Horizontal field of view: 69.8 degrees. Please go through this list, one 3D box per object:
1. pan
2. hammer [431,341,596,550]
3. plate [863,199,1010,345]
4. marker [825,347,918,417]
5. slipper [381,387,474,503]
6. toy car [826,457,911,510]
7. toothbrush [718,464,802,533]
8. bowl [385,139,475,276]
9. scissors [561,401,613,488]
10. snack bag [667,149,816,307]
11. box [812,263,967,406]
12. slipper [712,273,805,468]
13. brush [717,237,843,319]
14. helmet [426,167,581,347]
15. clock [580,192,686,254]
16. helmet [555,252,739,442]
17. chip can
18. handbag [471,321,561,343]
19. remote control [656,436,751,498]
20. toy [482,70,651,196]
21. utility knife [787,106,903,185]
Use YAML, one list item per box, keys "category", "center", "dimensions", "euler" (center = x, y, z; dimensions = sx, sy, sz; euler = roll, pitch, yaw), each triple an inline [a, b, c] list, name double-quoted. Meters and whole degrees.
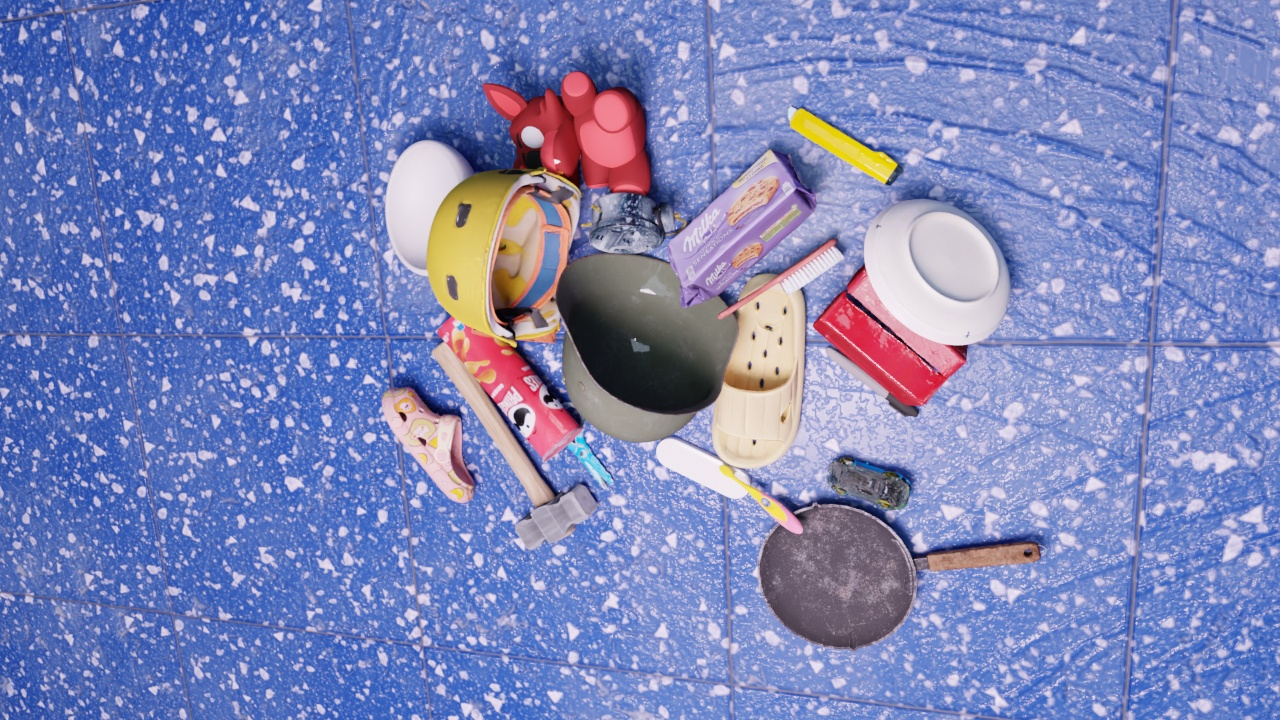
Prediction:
- category: "pan"
  center: [0.326, 0.262, 1.173]
  dimensions: [0.358, 0.040, 0.208]
  euler: [-12, 99, 19]
- category: "hammer"
  center: [-0.192, 0.112, 1.299]
  dimensions: [0.117, 0.051, 0.323]
  euler: [-33, 90, 27]
- category: "plate"
  center: [0.336, -0.106, 1.013]
  dimensions: [0.182, 0.181, 0.034]
  euler: [44, 152, 4]
- category: "marker"
  center: [0.286, 0.029, 1.141]
  dimensions: [0.138, 0.016, 0.022]
  euler: [36, 134, 8]
- category: "slipper"
  center: [-0.288, 0.110, 1.318]
  dimensions: [0.081, 0.093, 0.197]
  euler: [-35, 92, 2]
- category: "toy car"
  center: [0.289, 0.153, 1.160]
  dimensions: [0.105, 0.032, 0.048]
  euler: [15, 108, 24]
- category: "toothbrush"
  center: [0.157, 0.179, 1.192]
  dimensions: [0.135, 0.016, 0.021]
  euler: [38, 104, 16]
- category: "bowl"
  center: [-0.263, -0.201, 1.223]
  dimensions: [0.177, 0.066, 0.176]
  euler: [5, 98, 40]
- category: "scissors"
  center: [-0.089, 0.129, 1.291]
  dimensions: [0.083, 0.015, 0.140]
  euler: [-31, 94, 21]
- category: "snack bag"
  center: [0.118, -0.155, 1.108]
  dimensions: [0.206, 0.096, 0.058]
  euler: [-41, 132, 22]
- category: "box"
  center: [0.285, -0.025, 1.066]
  dimensions: [0.157, 0.136, 0.123]
  euler: [44, 111, 5]
- category: "slipper"
  center: [0.150, 0.023, 1.151]
  dimensions: [0.111, 0.079, 0.262]
  euler: [10, 105, 12]
- category: "brush"
  center: [0.170, -0.090, 1.104]
  dimensions: [0.172, 0.041, 0.030]
  euler: [-33, 90, -4]
- category: "helmet"
  center: [-0.181, -0.131, 1.077]
  dimensions: [0.140, 0.239, 0.209]
  euler: [14, 100, 19]
- category: "clock"
  center: [-0.006, -0.167, 1.139]
  dimensions: [0.129, 0.090, 0.052]
  euler: [5, 73, -15]
- category: "helmet"
  center: [-0.007, 0.007, 1.128]
  dimensions: [0.226, 0.267, 0.154]
  euler: [3, 128, -19]
- category: "chip can"
  center: [-0.179, 0.028, 1.256]
  dimensions: [0.073, 0.073, 0.233]
  euler: [-43, 84, 22]
- category: "handbag"
  center: [-0.154, -0.113, 1.212]
  dimensions: [0.109, 0.060, 0.172]
  euler: [6, 87, 8]
- category: "remote control"
  center: [0.085, 0.144, 1.235]
  dimensions: [0.136, 0.013, 0.043]
  euler: [25, 109, 11]
- category: "toy"
  center: [-0.086, -0.273, 1.133]
  dimensions: [0.197, 0.120, 0.158]
  euler: [3, 140, 17]
- category: "utility knife"
  center: [0.239, -0.256, 1.086]
  dimensions: [0.155, 0.017, 0.030]
  euler: [33, 106, 7]
